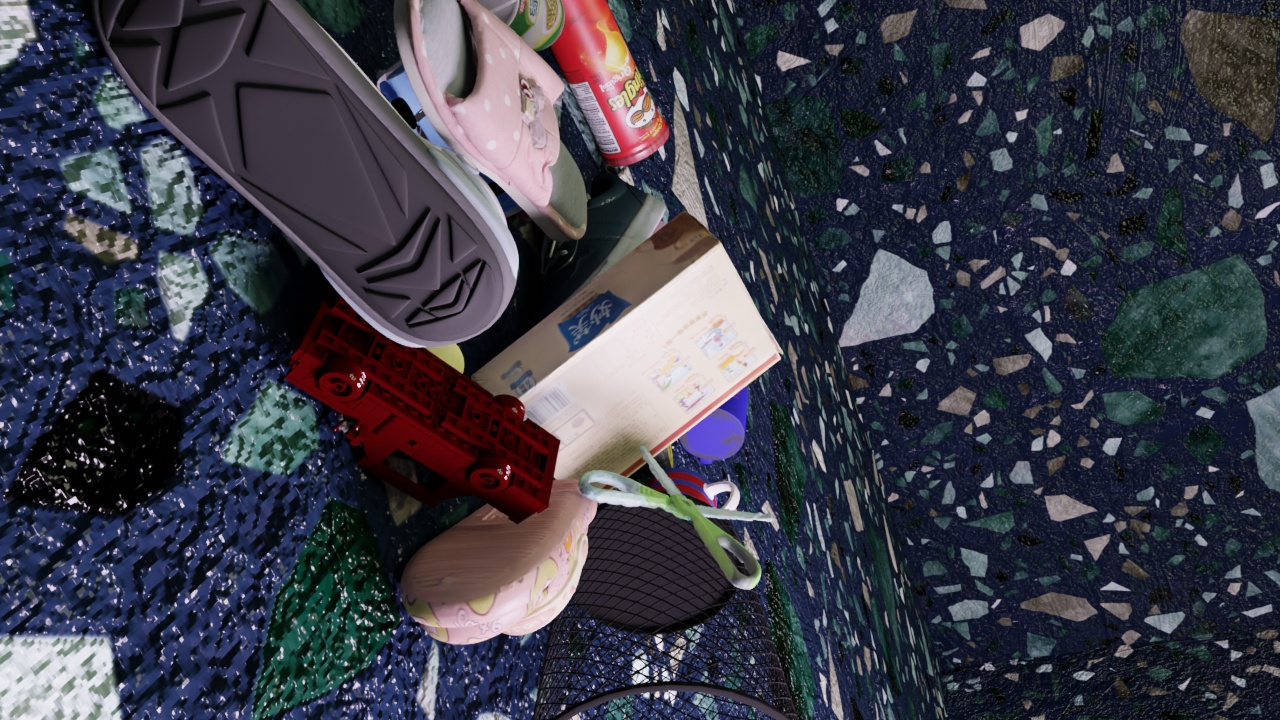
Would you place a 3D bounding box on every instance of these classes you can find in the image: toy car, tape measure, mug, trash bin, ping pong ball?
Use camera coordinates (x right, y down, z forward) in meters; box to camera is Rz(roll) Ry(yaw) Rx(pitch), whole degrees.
[{"bbox_3d":[-0.130,0.034,0.542,0.170,0.062,0.070,38,35,-25],"label":"toy car"},{"bbox_3d":[0.011,0.086,0.950,0.064,0.037,0.066,-93,172,-45],"label":"tape measure"},{"bbox_3d":[0.049,0.149,0.898,0.075,0.112,0.076,52,26,-16],"label":"mug"},{"bbox_3d":[-0.138,-0.166,0.686,0.153,0.056,0.054,62,4,-47],"label":"toy car"},{"bbox_3d":[0.014,0.210,0.641,0.209,0.184,0.184,-93,160,-62],"label":"trash bin"},{"bbox_3d":[-0.135,0.003,0.597,0.040,0.040,0.040,-15,90,-71],"label":"ping pong ball"},{"bbox_3d":[0.088,0.079,1.133,0.083,0.079,0.111,-74,173,-56],"label":"mug"}]

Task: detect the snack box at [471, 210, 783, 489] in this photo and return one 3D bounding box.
[{"bbox_3d":[-0.004,0.004,0.718,0.055,0.207,0.153,51,-1,43],"label":"snack box"}]

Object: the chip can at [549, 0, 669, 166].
[{"bbox_3d":[-0.048,-0.330,1.028,0.086,0.087,0.213,-82,149,-49],"label":"chip can"}]

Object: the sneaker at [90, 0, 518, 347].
[{"bbox_3d":[-0.166,-0.130,0.519,0.256,0.093,0.160,48,13,-19],"label":"sneaker"}]

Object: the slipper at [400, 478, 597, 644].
[{"bbox_3d":[-0.077,0.137,0.595,0.197,0.093,0.081,-39,121,-71],"label":"slipper"}]

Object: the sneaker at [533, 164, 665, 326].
[{"bbox_3d":[-0.052,-0.100,0.841,0.087,0.089,0.234,35,45,-7],"label":"sneaker"}]

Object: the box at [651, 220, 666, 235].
[{"bbox_3d":[-0.016,-0.041,0.966,0.229,0.062,0.161,-74,172,-57],"label":"box"}]

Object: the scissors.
[{"bbox_3d":[0.032,0.105,0.662,0.172,0.021,0.171,9,21,-31],"label":"scissors"}]

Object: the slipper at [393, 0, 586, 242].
[{"bbox_3d":[-0.084,-0.168,0.648,0.274,0.054,0.114,43,40,-65],"label":"slipper"}]

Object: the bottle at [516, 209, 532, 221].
[{"bbox_3d":[-0.109,-0.192,0.787,0.061,0.062,0.137,-78,146,-53],"label":"bottle"}]

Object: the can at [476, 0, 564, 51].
[{"bbox_3d":[-0.121,-0.325,0.844,0.120,0.067,0.067,-36,109,-70],"label":"can"}]
